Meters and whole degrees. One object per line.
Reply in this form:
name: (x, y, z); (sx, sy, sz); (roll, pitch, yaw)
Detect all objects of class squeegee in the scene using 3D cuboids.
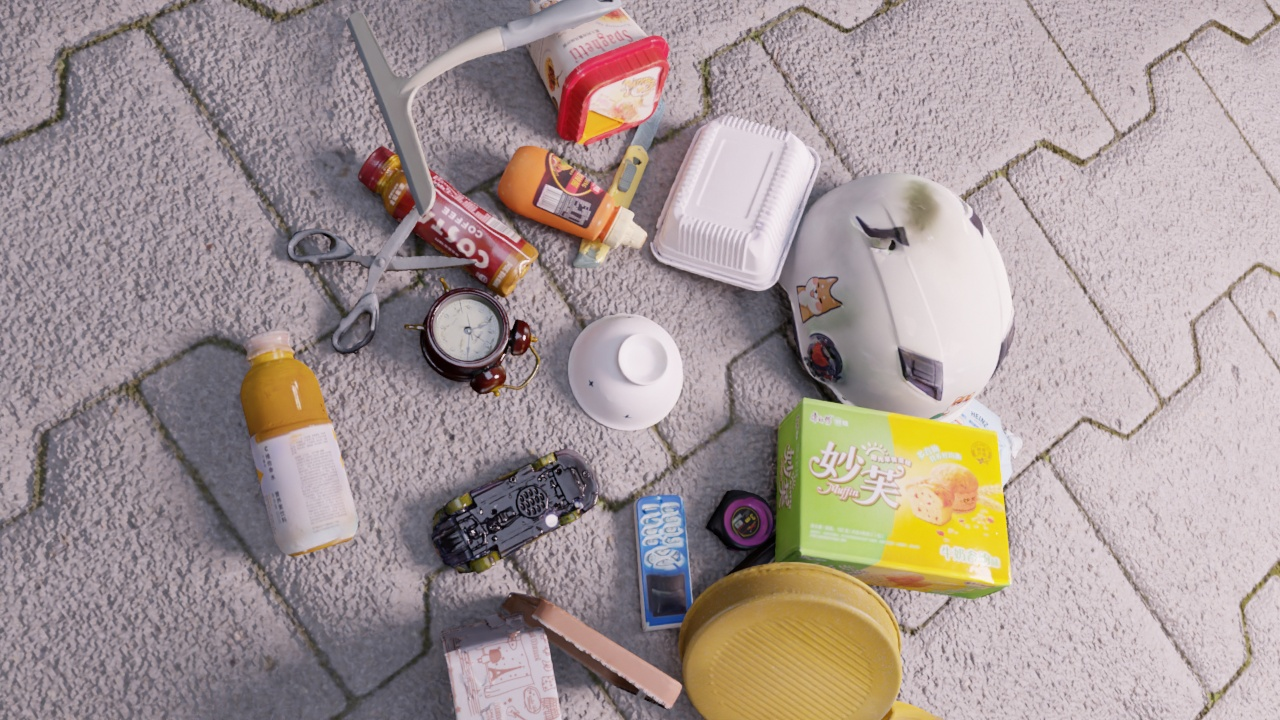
squeegee: (-0.132, -0.285, 0.834); (0.246, 0.039, 0.246); (-24, 68, 0)

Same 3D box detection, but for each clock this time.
clock: (-0.150, -0.018, 0.845); (0.122, 0.055, 0.082); (35, 71, -4)

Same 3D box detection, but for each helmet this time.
helmet: (0.271, -0.073, 0.917); (0.229, 0.157, 0.274); (-17, 77, -18)

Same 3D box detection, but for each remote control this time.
remote control: (0.021, 0.191, 0.870); (0.049, 0.024, 0.124); (-1, 78, -17)

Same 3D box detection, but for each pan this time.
pan: (0.194, 0.305, 0.849); (0.357, 0.078, 0.198); (38, 116, -15)

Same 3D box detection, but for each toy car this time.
toy car: (-0.112, 0.136, 0.833); (0.158, 0.042, 0.070); (-24, 87, -18)

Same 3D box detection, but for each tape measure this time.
tape measure: (0.099, 0.157, 0.893); (0.058, 0.039, 0.057); (32, 72, -3)

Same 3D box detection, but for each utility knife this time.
utility knife: (-0.017, -0.185, 0.944); (0.031, 0.022, 0.215); (27, 68, -15)

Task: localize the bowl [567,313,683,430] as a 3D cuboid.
bowl: (-0.005, 0.005, 0.879); (0.118, 0.065, 0.118); (3, 79, -16)

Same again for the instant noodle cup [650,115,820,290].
instant noodle cup: (0.095, -0.169, 0.921); (0.138, 0.060, 0.173); (18, 71, 13)

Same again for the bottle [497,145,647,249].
bottle: (-0.062, -0.150, 0.890); (0.149, 0.067, 0.066); (27, 73, -7)

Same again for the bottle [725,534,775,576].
bottle: (0.159, 0.200, 0.900); (0.194, 0.044, 0.080); (-35, 93, -21)

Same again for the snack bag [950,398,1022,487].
snack bag: (0.331, 0.127, 0.968); (0.110, 0.039, 0.190); (33, 70, 0)

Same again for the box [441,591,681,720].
box: (-0.067, 0.260, 0.751); (0.174, 0.182, 0.152); (-8, 82, -15)

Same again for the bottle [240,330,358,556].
bottle: (-0.295, 0.068, 0.779); (0.068, 0.068, 0.189); (-15, 84, -19)

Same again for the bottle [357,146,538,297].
bottle: (-0.181, -0.132, 0.858); (0.175, 0.058, 0.057); (37, 71, -6)

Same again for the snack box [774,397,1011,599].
snack box: (0.239, 0.134, 0.881); (0.210, 0.070, 0.157); (10, 62, -8)

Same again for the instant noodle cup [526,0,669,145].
instant noodle cup: (-0.049, -0.299, 0.909); (0.116, 0.117, 0.124); (-26, 75, -20)

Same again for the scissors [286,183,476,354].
scissors: (-0.234, -0.082, 0.825); (0.179, 0.014, 0.159); (4, 92, 8)
